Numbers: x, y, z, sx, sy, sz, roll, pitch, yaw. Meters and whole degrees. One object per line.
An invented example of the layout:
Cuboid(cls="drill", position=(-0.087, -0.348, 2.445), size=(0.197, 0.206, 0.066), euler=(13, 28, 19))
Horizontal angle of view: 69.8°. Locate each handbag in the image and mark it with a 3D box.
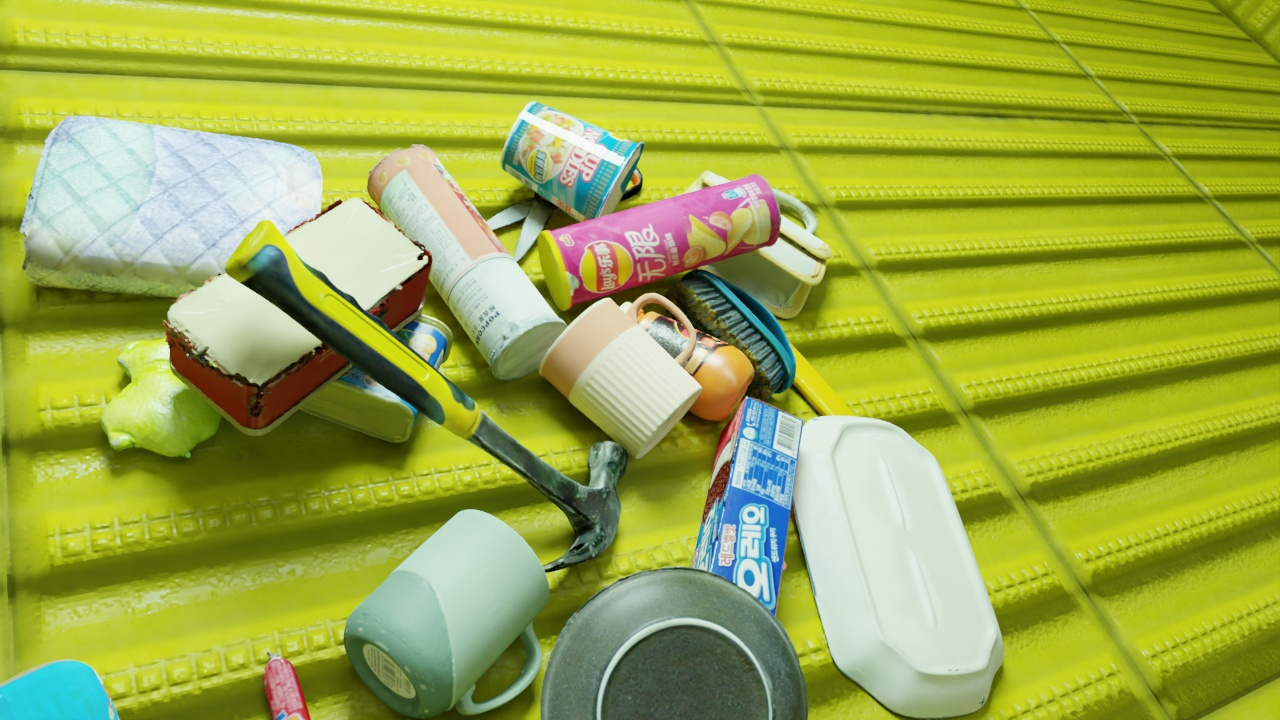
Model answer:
Cuboid(cls="handbag", position=(-0.341, -0.106, 0.691), size=(0.193, 0.076, 0.134), euler=(5, 55, -20))
Cuboid(cls="handbag", position=(0.124, -0.143, 0.956), size=(0.163, 0.063, 0.178), euler=(32, 42, 1))

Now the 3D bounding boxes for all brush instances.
Cuboid(cls="brush", position=(0.090, -0.028, 0.839), size=(0.073, 0.055, 0.144), euler=(-29, 69, -35))

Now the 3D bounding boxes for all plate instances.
Cuboid(cls="plate", position=(0.211, 0.152, 0.750), size=(0.162, 0.034, 0.265), euler=(6, 54, -19))
Cuboid(cls="plate", position=(0.026, 0.221, 0.579), size=(0.179, 0.024, 0.179), euler=(4, 72, -13))

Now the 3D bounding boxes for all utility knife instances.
Cuboid(cls="utility knife", position=(0.161, 0.030, 0.854), size=(0.033, 0.015, 0.167), euler=(-27, 68, -32))

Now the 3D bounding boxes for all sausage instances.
Cuboid(cls="sausage", position=(-0.185, 0.234, 0.514), size=(0.020, 0.020, 0.155), euler=(-13, 59, -33))

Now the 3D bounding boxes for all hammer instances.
Cuboid(cls="hammer", position=(-0.126, 0.031, 0.603), size=(0.323, 0.032, 0.125), euler=(43, 38, -30))

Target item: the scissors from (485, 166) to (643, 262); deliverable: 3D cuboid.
Cuboid(cls="scissors", position=(-0.074, -0.166, 0.903), size=(0.197, 0.022, 0.226), euler=(9, 49, -19))

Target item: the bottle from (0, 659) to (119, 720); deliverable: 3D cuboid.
Cuboid(cls="bottle", position=(-0.248, 0.248, 0.439), size=(0.065, 0.065, 0.218), euler=(-28, 67, -39))

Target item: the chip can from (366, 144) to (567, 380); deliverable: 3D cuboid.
Cuboid(cls="chip can", position=(-0.148, -0.085, 0.766), size=(0.071, 0.071, 0.214), euler=(-22, 64, -37))

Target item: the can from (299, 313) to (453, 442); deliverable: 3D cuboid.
Cuboid(cls="can", position=(-0.201, 0.003, 0.677), size=(0.102, 0.057, 0.083), euler=(21, 49, -7))

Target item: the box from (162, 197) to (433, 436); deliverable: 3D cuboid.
Cuboid(cls="box", position=(-0.224, -0.040, 0.612), size=(0.091, 0.077, 0.167), euler=(38, 50, 6))

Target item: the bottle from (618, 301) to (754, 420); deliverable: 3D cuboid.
Cuboid(cls="bottle", position=(0.023, -0.008, 0.793), size=(0.149, 0.067, 0.066), euler=(32, 45, 12))

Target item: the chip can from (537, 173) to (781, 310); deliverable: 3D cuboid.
Cuboid(cls="chip can", position=(0.018, -0.109, 0.822), size=(0.210, 0.072, 0.071), euler=(-18, 60, -15))

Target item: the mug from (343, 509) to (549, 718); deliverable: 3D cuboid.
Cuboid(cls="mug", position=(-0.112, 0.168, 0.568), size=(0.112, 0.082, 0.106), euler=(55, 46, -8))

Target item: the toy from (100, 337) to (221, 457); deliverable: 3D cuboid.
Cuboid(cls="toy", position=(-0.318, 0.021, 0.623), size=(0.096, 0.031, 0.100), euler=(-20, 63, -39))

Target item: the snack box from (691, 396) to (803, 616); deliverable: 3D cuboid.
Cuboid(cls="snack box", position=(0.080, 0.124, 0.705), size=(0.057, 0.058, 0.206), euler=(23, 46, -5))

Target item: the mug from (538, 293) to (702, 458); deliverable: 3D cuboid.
Cuboid(cls="mug", position=(-0.004, 0.004, 0.737), size=(0.106, 0.082, 0.114), euler=(43, 86, 10))

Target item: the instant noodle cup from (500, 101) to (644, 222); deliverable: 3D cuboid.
Cuboid(cls="instant noodle cup", position=(-0.067, -0.184, 0.855), size=(0.110, 0.099, 0.099), euler=(28, 46, 0))
